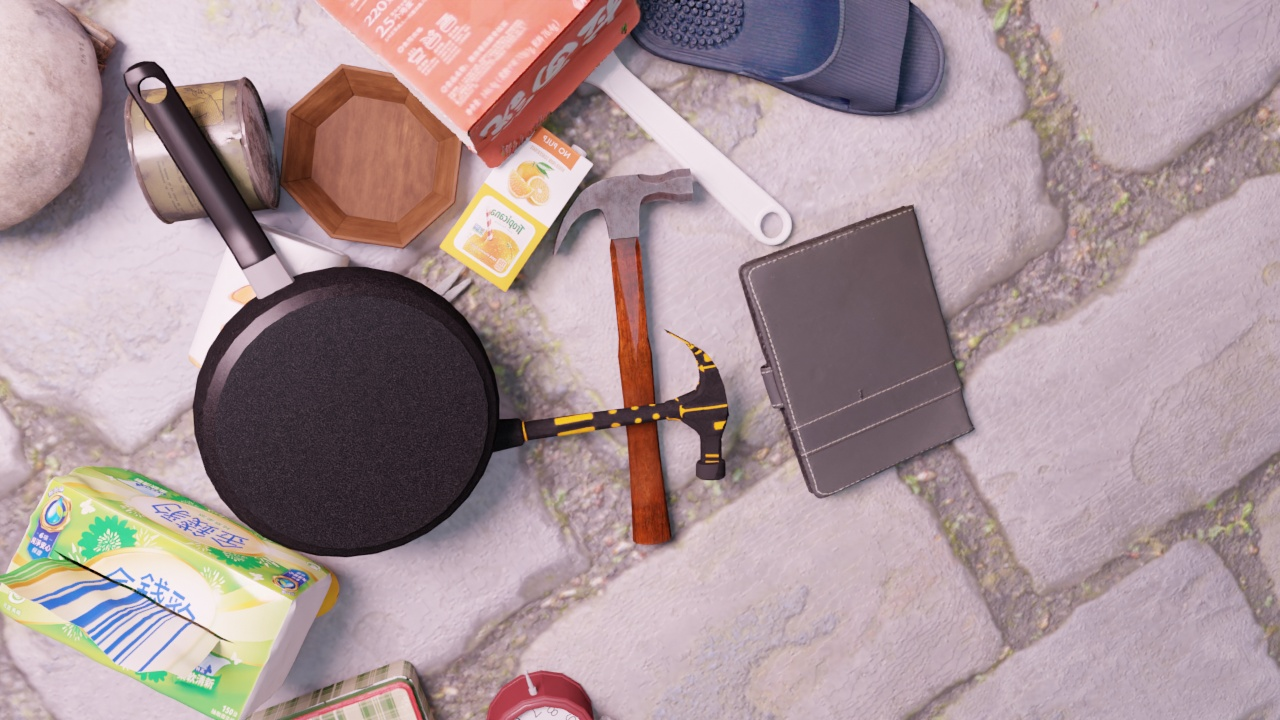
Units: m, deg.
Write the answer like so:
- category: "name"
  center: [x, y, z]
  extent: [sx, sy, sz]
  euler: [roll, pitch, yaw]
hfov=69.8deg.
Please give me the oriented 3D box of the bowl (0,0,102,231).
- category: "bowl"
  center: [-0.443, -0.171, 0.572]
  extent: [0.178, 0.081, 0.178]
  euler: [0, 85, 4]

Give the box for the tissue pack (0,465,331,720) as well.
- category: "tissue pack"
  center: [-0.335, 0.163, 0.621]
  extent: [0.198, 0.141, 0.120]
  euler: [20, 93, 2]

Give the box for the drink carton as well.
- category: "drink carton"
  center: [-0.093, -0.120, 0.695]
  extent: [0.058, 0.040, 0.122]
  euler: [34, 91, -14]

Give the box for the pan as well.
- category: "pan"
  center: [-0.226, -0.025, 0.603]
  extent: [0.204, 0.044, 0.356]
  euler: [-31, 112, -14]

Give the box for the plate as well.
- category: "plate"
  center: [-0.197, -0.149, 0.678]
  extent: [0.131, 0.025, 0.131]
  euler: [-2, 99, -11]

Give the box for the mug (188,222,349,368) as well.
- category: "mug"
  center: [-0.263, -0.038, 0.654]
  extent: [0.082, 0.082, 0.105]
  euler: [20, 94, -13]

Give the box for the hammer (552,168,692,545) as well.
- category: "hammer"
  center: [-0.004, 0.004, 0.734]
  extent: [0.111, 0.028, 0.301]
  euler: [-6, 102, -3]

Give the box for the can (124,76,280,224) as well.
- category: "can"
  center: [-0.297, -0.143, 0.628]
  extent: [0.074, 0.090, 0.090]
  euler: [-9, 100, -9]

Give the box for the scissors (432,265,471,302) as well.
- category: "scissors"
  center: [-0.195, -0.018, 0.703]
  extent: [0.144, 0.019, 0.126]
  euler: [-1, 98, -12]

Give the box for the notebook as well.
- category: "notebook"
  center: [0.183, -0.006, 0.772]
  extent: [0.169, 0.029, 0.209]
  euler: [-21, 99, -9]

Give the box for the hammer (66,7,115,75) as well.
- category: "hammer"
  center: [-0.461, -0.098, 0.629]
  extent: [0.121, 0.049, 0.319]
  euler: [32, 90, -8]

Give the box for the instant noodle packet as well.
- category: "instant noodle packet"
  center: [-0.132, -0.271, 0.637]
  extent: [0.221, 0.084, 0.164]
  euler: [42, 88, 6]

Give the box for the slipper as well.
- category: "slipper"
  center: [0.121, -0.256, 0.694]
  extent: [0.263, 0.082, 0.101]
  euler: [9, 95, -11]

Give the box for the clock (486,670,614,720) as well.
- category: "clock"
  center: [-0.074, 0.318, 0.763]
  extent: [0.096, 0.048, 0.137]
  euler: [-44, 102, -2]

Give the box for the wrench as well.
- category: "wrench"
  center: [0.018, -0.185, 0.718]
  extent: [0.273, 0.018, 0.066]
  euler: [40, 90, -15]

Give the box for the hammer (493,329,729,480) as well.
- category: "hammer"
  center: [-0.091, 0.052, 0.708]
  extent: [0.320, 0.036, 0.123]
  euler: [-7, 102, -4]

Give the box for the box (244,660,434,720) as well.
- category: "box"
  center: [-0.264, 0.328, 0.729]
  extent: [0.205, 0.050, 0.118]
  euler: [-17, 102, -9]

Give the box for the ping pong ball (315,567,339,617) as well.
- category: "ping pong ball"
  center: [-0.255, 0.179, 0.711]
  extent: [0.040, 0.040, 0.040]
  euler: [-2, 99, -11]
